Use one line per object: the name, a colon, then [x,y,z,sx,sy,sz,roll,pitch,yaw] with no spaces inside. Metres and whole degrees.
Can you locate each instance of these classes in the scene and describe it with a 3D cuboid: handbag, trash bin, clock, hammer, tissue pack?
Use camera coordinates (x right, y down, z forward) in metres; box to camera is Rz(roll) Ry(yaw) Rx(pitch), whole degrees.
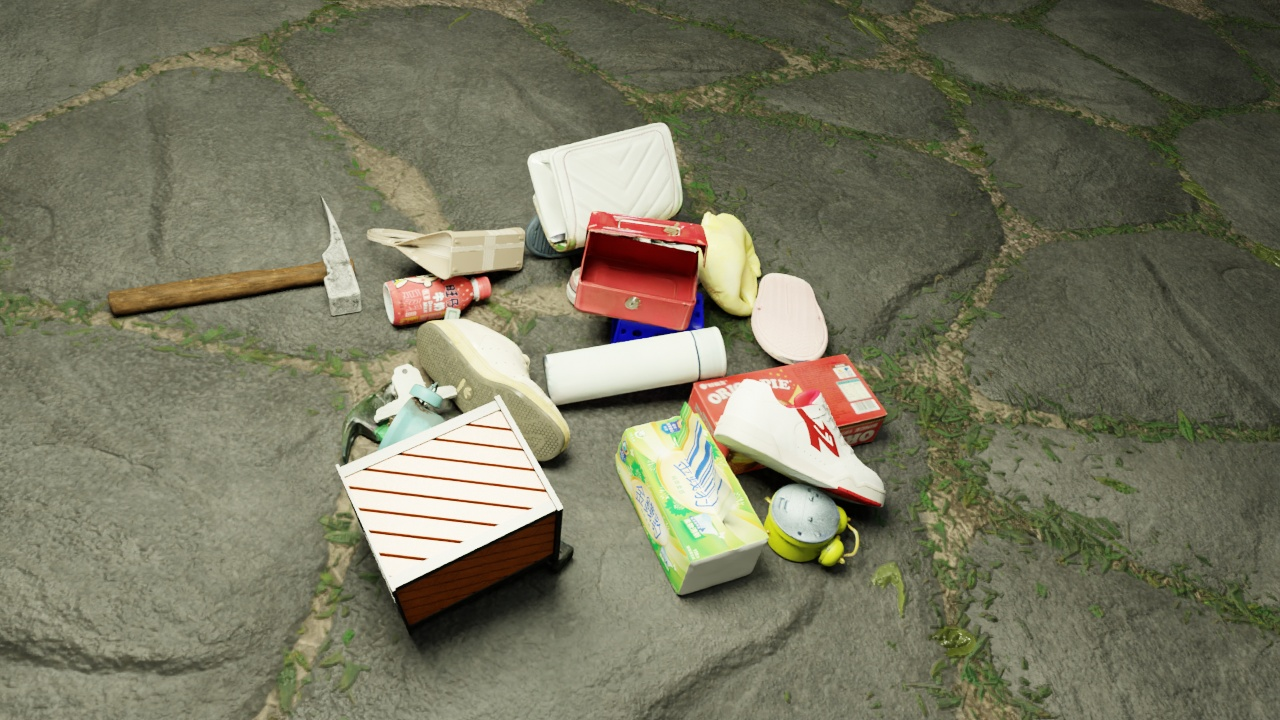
handbag: [-0.292,-0.165,1.278,0.198,0.062,0.175,13,14,22]
trash bin: [-0.190,0.157,0.934,0.171,0.140,0.139,-24,64,-20]
clock: [-0.251,0.077,1.022,0.053,0.090,0.124,28,51,-3]
hammer: [-0.544,-0.127,1.226,0.300,0.037,0.217,-12,51,-22]
tissue pack: [0.060,0.139,1.037,0.120,0.142,0.197,-17,53,-26]
hammer: [-0.211,0.140,1.053,0.319,0.032,0.129,32,48,17]
clock: [0.200,0.195,1.075,0.119,0.057,0.083,17,45,4]
handbag: [-0.047,-0.243,1.283,0.198,0.142,0.096,-21,17,-30]

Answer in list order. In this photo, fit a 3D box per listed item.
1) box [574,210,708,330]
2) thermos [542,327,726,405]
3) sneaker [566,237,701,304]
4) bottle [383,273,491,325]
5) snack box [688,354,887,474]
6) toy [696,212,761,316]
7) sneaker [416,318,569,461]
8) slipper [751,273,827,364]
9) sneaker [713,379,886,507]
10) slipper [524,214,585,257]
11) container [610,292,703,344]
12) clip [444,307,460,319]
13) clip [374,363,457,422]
box: [0.001,-0.120,1.193,0.157,0.127,0.136,8,25,0]
thermos: [-0.007,0.007,1.172,0.230,0.068,0.067,-10,49,-6]
sneaker: [0.004,-0.142,1.327,0.240,0.088,0.118,-19,53,-30]
bottle: [-0.270,-0.088,1.232,0.137,0.062,0.062,-14,52,-25]
snack box: [0.188,0.068,1.190,0.236,0.060,0.113,-10,50,-22]
toy: [0.130,-0.150,1.350,0.065,0.155,0.170,-19,37,32]
sneaker: [-0.168,0.029,1.141,0.241,0.089,0.102,40,31,17]
slipper: [0.209,-0.061,1.322,0.107,0.056,0.221,11,35,-2]
sneaker: [0.207,0.092,1.093,0.236,0.090,0.104,27,78,-15]
slipper: [-0.071,-0.234,1.393,0.262,0.101,0.082,-20,54,-32]
container: [0.022,-0.050,1.249,0.113,0.085,0.084,9,46,-6]
clip: [-0.252,-0.028,1.205,0.023,0.061,0.075,9,60,-3]
clip: [-0.278,0.038,1.101,0.101,0.044,0.054,-18,66,-29]
